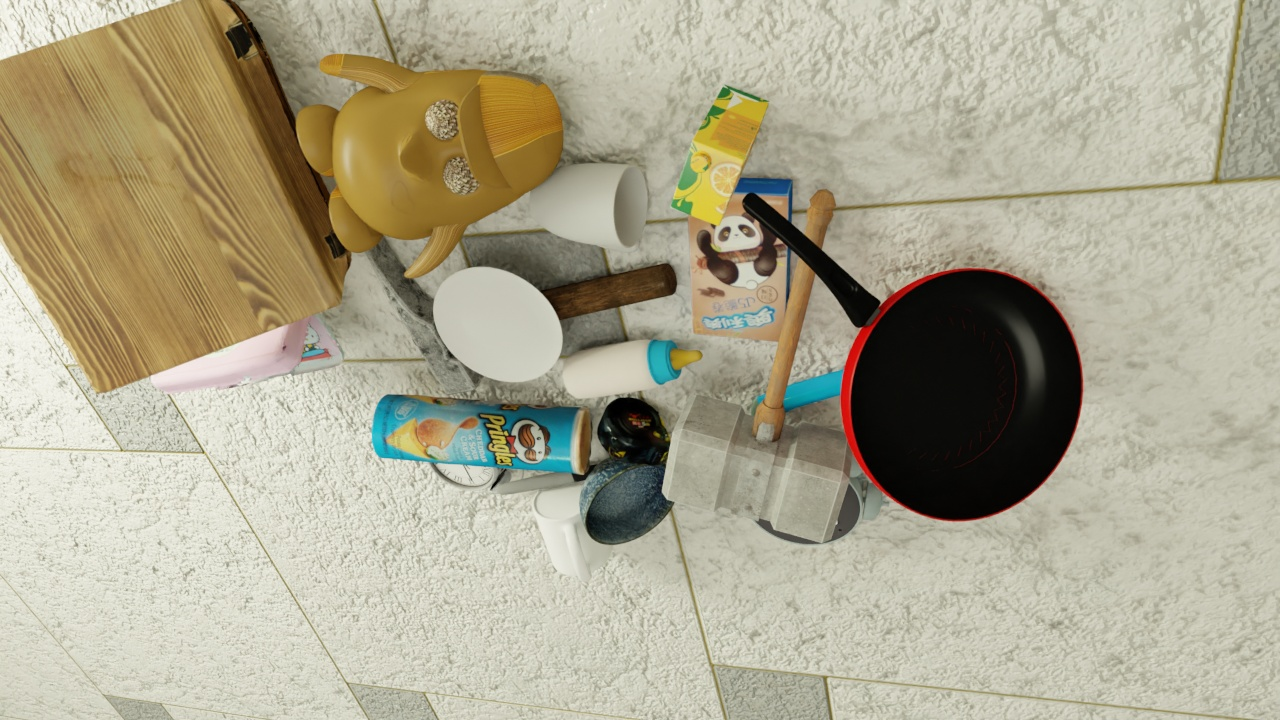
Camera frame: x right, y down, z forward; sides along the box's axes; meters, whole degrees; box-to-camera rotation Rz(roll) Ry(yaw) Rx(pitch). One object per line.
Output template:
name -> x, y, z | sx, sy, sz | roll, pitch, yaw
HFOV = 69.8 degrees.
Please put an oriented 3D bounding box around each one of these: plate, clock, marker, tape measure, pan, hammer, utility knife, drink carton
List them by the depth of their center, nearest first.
drink carton -> 0.063, -0.161, 0.716 | 0.041, 0.122, 0.058 | 22, 130, 3
pan -> 0.209, -0.016, 0.746 | 0.356, 0.067, 0.209 | 38, 88, -13
hammer -> 0.126, 0.000, 0.810 | 0.163, 0.082, 0.318 | 14, 121, 10
utility knife -> 0.183, 0.025, 0.886 | 0.174, 0.015, 0.031 | -17, 121, 27
hammer -> -0.118, -0.082, 0.897 | 0.301, 0.036, 0.218 | -11, 121, 25
plate -> -0.140, -0.036, 0.907 | 0.135, 0.011, 0.135 | 9, 127, 12
clock -> 0.181, 0.132, 0.949 | 0.160, 0.045, 0.122 | -16, 119, 28
tape measure -> -0.008, 0.074, 0.955 | 0.071, 0.072, 0.042 | 2, 138, -18
marker -> -0.099, 0.139, 1.051 | 0.139, 0.016, 0.022 | -13, 91, 10
clock -> -0.194, 0.114, 1.072 | 0.122, 0.035, 0.095 | 20, 130, 5

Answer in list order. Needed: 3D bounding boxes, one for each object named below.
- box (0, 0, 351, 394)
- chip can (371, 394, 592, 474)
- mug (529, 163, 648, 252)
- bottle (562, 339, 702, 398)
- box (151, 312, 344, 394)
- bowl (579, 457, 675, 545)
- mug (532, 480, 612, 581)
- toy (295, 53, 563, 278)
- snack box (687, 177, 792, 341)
box -> -0.421, -0.167, 0.843 | 0.257, 0.215, 0.279 | -21, 114, -5
chip can -> -0.168, 0.078, 0.992 | 0.229, 0.079, 0.080 | 4, 127, 7
mug -> -0.043, -0.130, 0.823 | 0.089, 0.071, 0.107 | 8, 156, 23
bottle -> -0.006, 0.005, 0.913 | 0.146, 0.051, 0.051 | -10, 122, 25
box -> -0.415, -0.005, 0.985 | 0.202, 0.087, 0.095 | -9, 155, 25
bowl -> -0.021, 0.140, 1.007 | 0.114, 0.060, 0.114 | -17, 131, -21
mug -> -0.075, 0.201, 1.051 | 0.074, 0.110, 0.091 | -16, 123, -3
toy -> -0.164, -0.176, 0.772 | 0.203, 0.162, 0.199 | -11, 111, 14
snack box -> 0.089, -0.089, 0.819 | 0.087, 0.034, 0.151 | 6, 128, 15
